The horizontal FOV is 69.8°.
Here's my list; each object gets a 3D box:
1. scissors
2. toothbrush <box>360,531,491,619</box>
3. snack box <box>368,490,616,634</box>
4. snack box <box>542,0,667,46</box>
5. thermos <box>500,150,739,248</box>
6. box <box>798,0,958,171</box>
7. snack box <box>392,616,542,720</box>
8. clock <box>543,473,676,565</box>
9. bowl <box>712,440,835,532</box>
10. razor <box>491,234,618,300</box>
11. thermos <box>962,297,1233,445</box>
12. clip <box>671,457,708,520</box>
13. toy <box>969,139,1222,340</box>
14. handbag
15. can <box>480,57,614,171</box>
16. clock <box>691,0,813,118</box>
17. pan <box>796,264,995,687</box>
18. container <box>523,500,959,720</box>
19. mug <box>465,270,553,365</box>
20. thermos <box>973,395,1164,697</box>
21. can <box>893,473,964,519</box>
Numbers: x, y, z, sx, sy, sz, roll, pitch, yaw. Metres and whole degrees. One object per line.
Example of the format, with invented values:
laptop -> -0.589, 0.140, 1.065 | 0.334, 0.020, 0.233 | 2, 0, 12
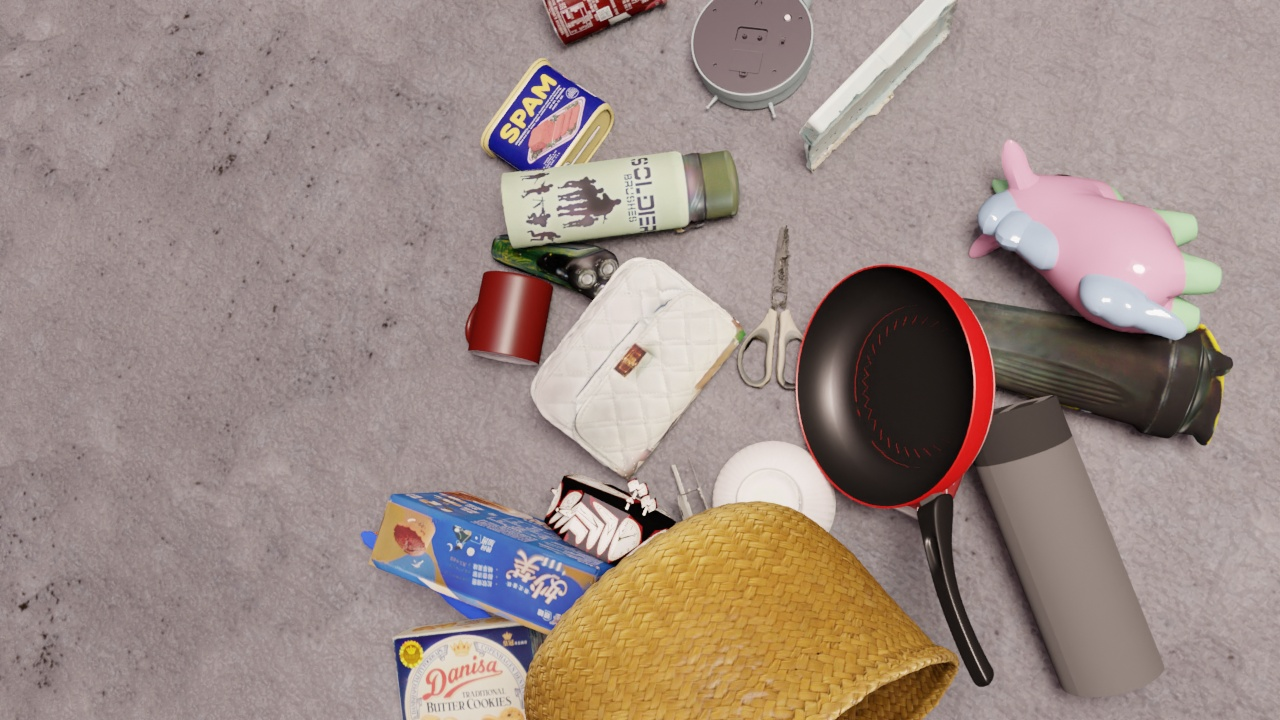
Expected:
scissors -> 0.126, -0.051, 0.910 | 0.121, 0.012, 0.171 | -23, 80, 6
toothbrush -> -0.216, 0.227, 0.947 | 0.182, 0.018, 0.016 | 31, 92, 13
snack box -> -0.121, 0.185, 0.857 | 0.203, 0.155, 0.069 | 17, 88, 15
snack box -> -0.040, -0.390, 0.973 | 0.121, 0.072, 0.072 | -21, 77, 10
thermos -> -0.017, -0.160, 0.916 | 0.231, 0.082, 0.082 | -8, 79, 0
box -> 0.226, -0.271, 0.859 | 0.197, 0.134, 0.041 | -44, 85, 3
snack box -> -0.162, 0.330, 0.898 | 0.144, 0.042, 0.145 | -10, 85, 11
clock -> -0.006, 0.149, 0.850 | 0.154, 0.115, 0.065 | 24, 91, -10
bowl -> 0.122, 0.132, 0.858 | 0.118, 0.062, 0.118 | -2, 81, 13
razor -> -0.092, -0.101, 0.943 | 0.151, 0.067, 0.054 | 17, 105, 20
thermos -> 0.387, 0.001, 0.806 | 0.221, 0.098, 0.098 | 15, 85, 19
clip -> 0.061, 0.139, 0.877 | 0.050, 0.058, 0.101 | -20, 78, -5
toy -> 0.378, -0.094, 0.782 | 0.171, 0.120, 0.221 | 9, 39, 7
handbag -> -0.005, 0.005, 0.890 | 0.139, 0.072, 0.195 | 37, 92, -10
can -> -0.096, -0.244, 0.970 | 0.092, 0.056, 0.116 | 36, 90, 14
clock -> 0.119, -0.333, 0.942 | 0.122, 0.045, 0.159 | 12, 83, 14
pan -> 0.233, 0.086, 0.767 | 0.067, 0.210, 0.355 | 1, 59, -30
container -> 0.066, 0.257, 0.724 | 0.307, 0.307, 0.196 | -40, 58, 4
mug -> -0.144, -0.043, 0.949 | 0.106, 0.073, 0.082 | 4, 81, 43
thermos -> 0.352, 0.150, 0.774 | 0.082, 0.082, 0.240 | -21, 86, 9
can -> 0.266, 0.098, 0.836 | 0.054, 0.054, 0.096 | 24, 87, 15
